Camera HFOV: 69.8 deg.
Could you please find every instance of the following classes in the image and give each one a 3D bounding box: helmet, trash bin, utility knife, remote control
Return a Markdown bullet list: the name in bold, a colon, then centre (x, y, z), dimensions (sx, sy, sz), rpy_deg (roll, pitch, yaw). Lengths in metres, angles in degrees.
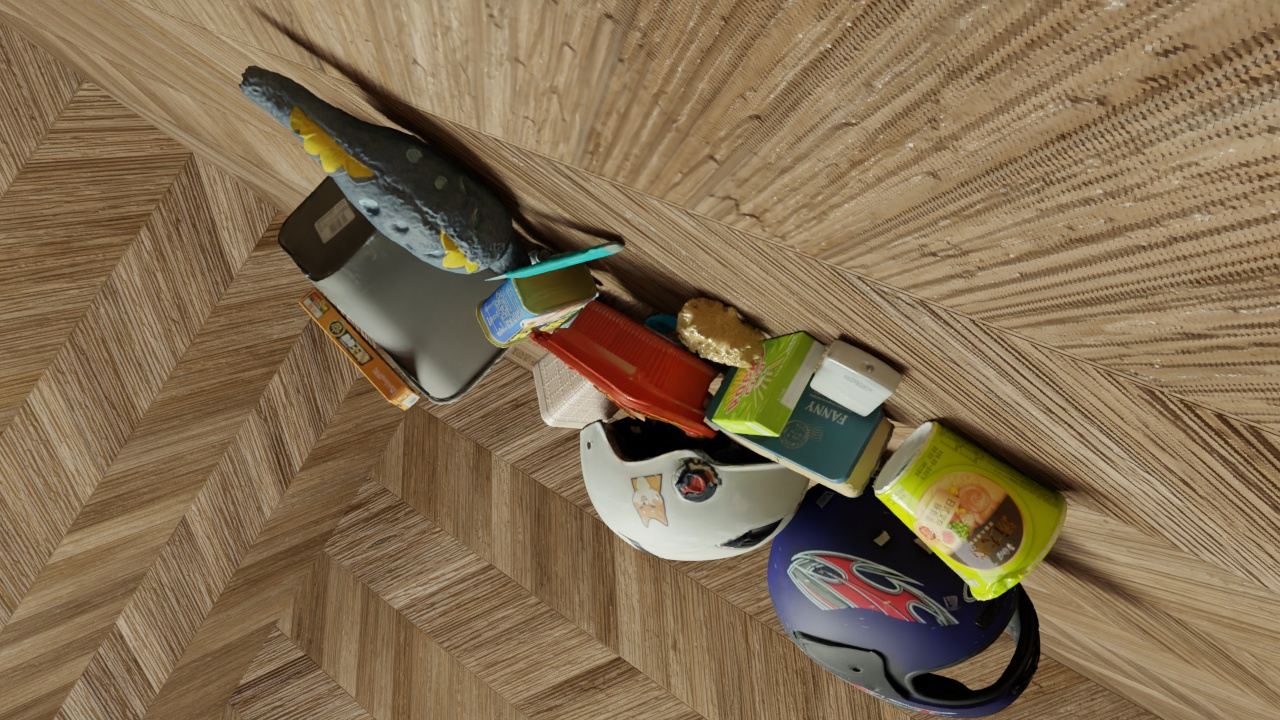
- **helmet**: centre (0.301, 0.254, 1.037), dimensions (0.316, 0.246, 0.241), rpy_deg (21, 148, 22)
- **trash bin**: centre (-0.259, -0.101, 1.027), dimensions (0.199, 0.198, 0.220), rpy_deg (37, 173, 42)
- **utility knife**: centre (-0.082, -0.090, 0.843), dimensions (0.182, 0.013, 0.029), rpy_deg (-9, 179, 40)
- **helmet**: centre (0.060, 0.148, 1.042), dimensions (0.274, 0.157, 0.229), rpy_deg (9, -173, 20)
- **remote control**: centre (0.173, 0.016, 0.747), dimensions (0.058, 0.021, 0.150), rpy_deg (30, 173, 9)

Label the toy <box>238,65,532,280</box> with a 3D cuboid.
- **toy**: centre (-0.197, -0.146, 0.849), dimensions (0.138, 0.091, 0.356), rpy_deg (39, -177, 41)

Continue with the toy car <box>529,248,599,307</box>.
- **toy car**: centre (-0.088, -0.093, 1.029), dimensions (0.090, 0.034, 0.043), rpy_deg (33, 176, -2)

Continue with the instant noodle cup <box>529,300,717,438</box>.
- **instant noodle cup**: centre (-0.005, 0.005, 0.921), dimensions (0.164, 0.079, 0.188), rpy_deg (32, -176, 30)

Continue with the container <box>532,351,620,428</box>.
- **container**: centre (-0.059, 0.017, 1.093), dimensions (0.090, 0.089, 0.111), rpy_deg (8, 147, -35)

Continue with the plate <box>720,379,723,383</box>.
- **plate**: centre (0.173, 0.059, 1.031), dimensions (0.179, 0.024, 0.179), rpy_deg (29, 172, 4)

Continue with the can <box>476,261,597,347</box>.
- **can**: centre (-0.107, -0.063, 0.956), dimensions (0.083, 0.101, 0.057), rpy_deg (-33, 80, 49)

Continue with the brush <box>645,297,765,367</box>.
- **brush**: centre (0.049, -0.031, 0.897), dimensions (0.083, 0.046, 0.255), rpy_deg (29, 178, -15)

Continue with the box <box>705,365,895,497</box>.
- **box**: centre (0.155, 0.061, 0.876), dimensions (0.184, 0.089, 0.061), rpy_deg (21, 168, 42)

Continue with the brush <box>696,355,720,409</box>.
- **brush**: centre (0.058, 0.032, 1.169), dimensions (0.073, 0.063, 0.146), rpy_deg (43, 171, -11)

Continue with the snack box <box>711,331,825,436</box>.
- **snack box**: centre (0.108, 0.023, 0.806), dimensions (0.026, 0.085, 0.156), rpy_deg (30, 174, -6)

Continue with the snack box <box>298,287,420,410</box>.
- **snack box**: centre (-0.311, -0.011, 1.018), dimensions (0.153, 0.026, 0.075), rpy_deg (46, 171, 6)

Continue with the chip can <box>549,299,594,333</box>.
- **chip can**: centre (-0.063, -0.034, 1.170), dimensions (0.071, 0.071, 0.210), rpy_deg (27, 172, 28)

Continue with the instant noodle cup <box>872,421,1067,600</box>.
- **instant noodle cup**: centre (0.266, 0.118, 0.767), dimensions (0.123, 0.111, 0.112), rpy_deg (37, 174, 4)
